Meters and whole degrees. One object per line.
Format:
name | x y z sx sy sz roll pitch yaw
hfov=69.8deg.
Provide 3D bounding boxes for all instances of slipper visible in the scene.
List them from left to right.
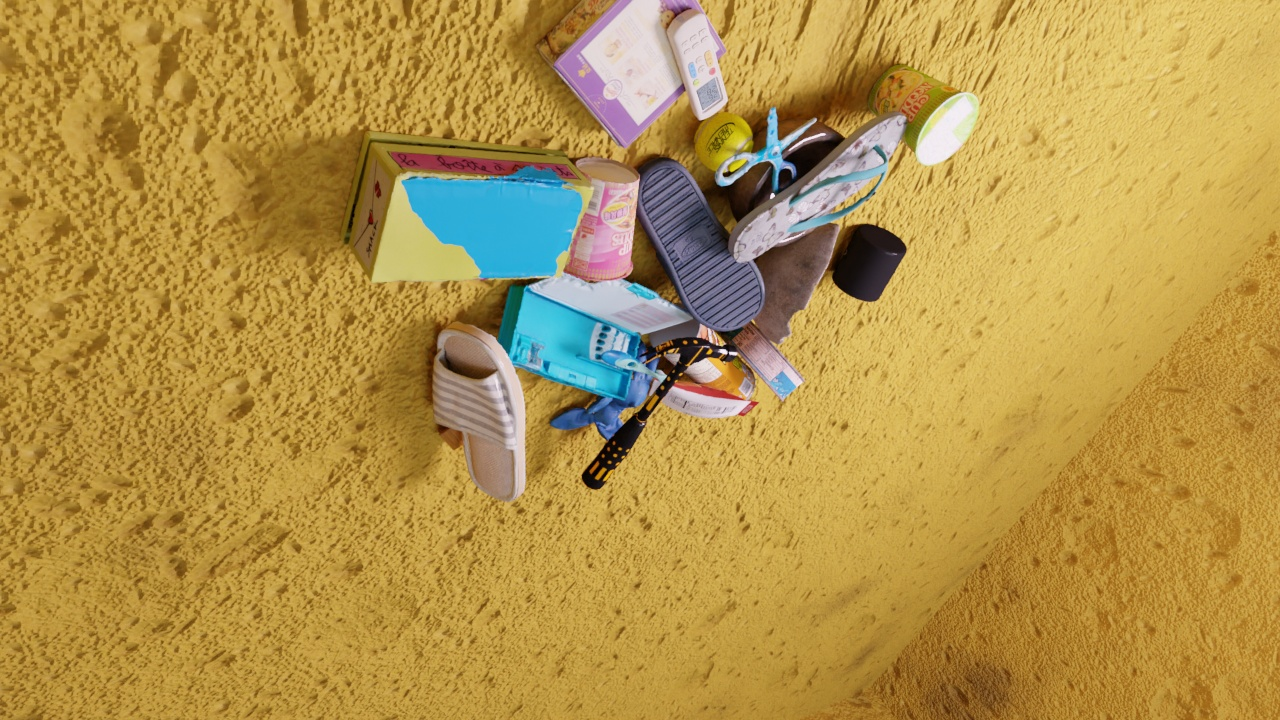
slipper | -0.189 0.074 1.087 0.053 0.114 0.273 -55 151 -42
slipper | 0.059 -0.141 1.117 0.101 0.082 0.263 -39 126 -1
slipper | 0.222 -0.191 1.085 0.268 0.054 0.098 -37 153 -7

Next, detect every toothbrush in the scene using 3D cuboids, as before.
toothbrush | -0.007 0.007 1.142 0.022 0.017 0.135 -50 142 15

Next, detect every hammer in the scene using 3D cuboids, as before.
hammer | -0.002 0.075 1.207 0.123 0.036 0.322 4 140 -33

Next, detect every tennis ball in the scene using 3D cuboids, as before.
tennis ball | 0.094 -0.245 1.030 0.065 0.065 0.065 -24 143 -20

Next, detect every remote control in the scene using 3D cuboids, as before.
remote control | 0.058 -0.292 0.913 0.038 0.018 0.126 -36 147 -4

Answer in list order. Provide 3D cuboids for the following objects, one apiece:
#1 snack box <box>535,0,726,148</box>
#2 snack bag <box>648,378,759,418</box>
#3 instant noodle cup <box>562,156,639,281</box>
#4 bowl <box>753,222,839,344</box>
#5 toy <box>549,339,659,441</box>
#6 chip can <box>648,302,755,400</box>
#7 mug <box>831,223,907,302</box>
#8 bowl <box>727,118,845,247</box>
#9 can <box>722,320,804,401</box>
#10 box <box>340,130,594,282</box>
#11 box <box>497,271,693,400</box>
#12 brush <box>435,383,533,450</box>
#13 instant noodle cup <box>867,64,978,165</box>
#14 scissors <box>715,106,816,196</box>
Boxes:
snack box | -0.005 -0.304 0.896 0.148 0.040 0.143 -42 145 6
snack bag | 0.085 0.056 1.287 0.131 0.144 0.039 103 -1 -78
instant noodle cup | -0.045 -0.156 0.991 0.097 0.097 0.109 -11 130 -34
bowl | 0.192 -0.115 1.230 0.178 0.081 0.178 -62 178 -4
toy | -0.029 0.054 1.263 0.112 0.071 0.176 27 110 -41
chip can | 0.091 -0.003 1.296 0.075 0.075 0.215 -42 145 5
mug | 0.346 -0.151 1.367 0.113 0.078 0.088 -39 158 -52
bowl | 0.175 -0.224 1.123 0.162 0.070 0.162 -24 143 -20
can | 0.177 -0.004 1.323 0.044 0.130 0.130 -42 145 5
box | -0.166 -0.146 0.902 0.220 0.083 0.125 -9 135 -39
box | -0.061 -0.044 1.114 0.170 0.086 0.227 -50 144 14
brush | -0.196 0.064 1.164 0.126 0.017 0.048 -34 145 -6
instant noodle cup | 0.345 -0.312 1.142 0.098 0.108 0.099 -24 143 -20
scissors | 0.144 -0.223 1.023 0.134 0.011 0.140 -38 145 -3
